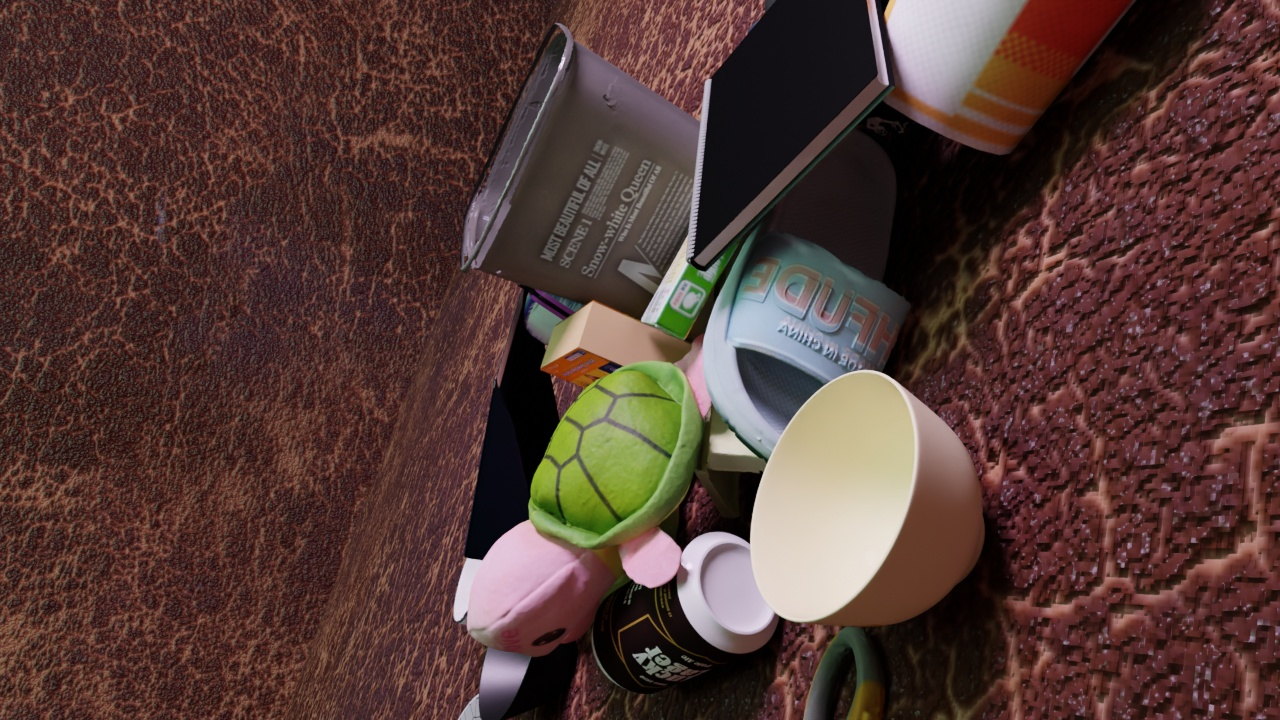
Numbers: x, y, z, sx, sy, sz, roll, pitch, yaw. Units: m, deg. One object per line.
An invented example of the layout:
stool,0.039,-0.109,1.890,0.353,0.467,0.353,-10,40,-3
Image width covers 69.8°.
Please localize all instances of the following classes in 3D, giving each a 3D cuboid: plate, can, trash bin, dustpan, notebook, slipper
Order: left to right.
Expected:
plate,-0.168,0.416,0.877,0.189,0.016,0.188,-53,23,35
dustpan,-0.105,0.095,0.870,0.236,0.080,0.274,-92,14,-65
trash bin,-0.011,-0.136,0.773,0.198,0.220,0.197,-60,20,18
can,0.025,0.160,0.571,0.129,0.072,0.071,-45,29,48
notebook,0.082,-0.163,0.543,0.149,0.016,0.206,-43,26,39
slipper,0.109,-0.048,0.544,0.074,0.104,0.244,-38,30,60

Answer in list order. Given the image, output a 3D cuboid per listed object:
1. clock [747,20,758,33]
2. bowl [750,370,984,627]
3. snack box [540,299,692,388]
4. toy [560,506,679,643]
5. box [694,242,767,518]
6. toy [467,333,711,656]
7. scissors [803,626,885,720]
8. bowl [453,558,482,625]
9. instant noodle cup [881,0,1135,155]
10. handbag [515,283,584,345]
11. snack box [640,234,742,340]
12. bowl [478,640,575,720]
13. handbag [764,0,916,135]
clock,0.125,-0.268,0.794,0.090,0.052,0.129,145,132,-60
bowl,0.115,0.073,0.425,0.118,0.074,0.117,-53,23,35
snack box,-0.004,0.004,0.740,0.088,0.125,0.040,-24,46,63
toy,-0.030,0.114,0.732,0.192,0.097,0.236,-48,23,15
box,0.087,0.003,0.628,0.083,0.091,0.187,-11,51,25
toy,-0.025,0.080,0.586,0.238,0.087,0.190,-55,28,-3
scissors,0.093,0.230,0.394,0.225,0.016,0.225,-22,48,64
bowl,-0.146,0.227,0.962,0.114,0.063,0.113,-56,21,34
instant noodle cup,0.185,-0.184,0.477,0.123,0.123,0.121,-96,27,-54
handbag,-0.045,-0.034,0.910,0.068,0.144,0.170,-57,-7,4
snack box,0.054,-0.093,0.628,0.168,0.027,0.132,-61,4,1
bowl,-0.091,0.258,0.795,0.124,0.052,0.123,-53,23,35
handbag,0.162,-0.213,0.632,0.154,0.114,0.125,19,103,60
